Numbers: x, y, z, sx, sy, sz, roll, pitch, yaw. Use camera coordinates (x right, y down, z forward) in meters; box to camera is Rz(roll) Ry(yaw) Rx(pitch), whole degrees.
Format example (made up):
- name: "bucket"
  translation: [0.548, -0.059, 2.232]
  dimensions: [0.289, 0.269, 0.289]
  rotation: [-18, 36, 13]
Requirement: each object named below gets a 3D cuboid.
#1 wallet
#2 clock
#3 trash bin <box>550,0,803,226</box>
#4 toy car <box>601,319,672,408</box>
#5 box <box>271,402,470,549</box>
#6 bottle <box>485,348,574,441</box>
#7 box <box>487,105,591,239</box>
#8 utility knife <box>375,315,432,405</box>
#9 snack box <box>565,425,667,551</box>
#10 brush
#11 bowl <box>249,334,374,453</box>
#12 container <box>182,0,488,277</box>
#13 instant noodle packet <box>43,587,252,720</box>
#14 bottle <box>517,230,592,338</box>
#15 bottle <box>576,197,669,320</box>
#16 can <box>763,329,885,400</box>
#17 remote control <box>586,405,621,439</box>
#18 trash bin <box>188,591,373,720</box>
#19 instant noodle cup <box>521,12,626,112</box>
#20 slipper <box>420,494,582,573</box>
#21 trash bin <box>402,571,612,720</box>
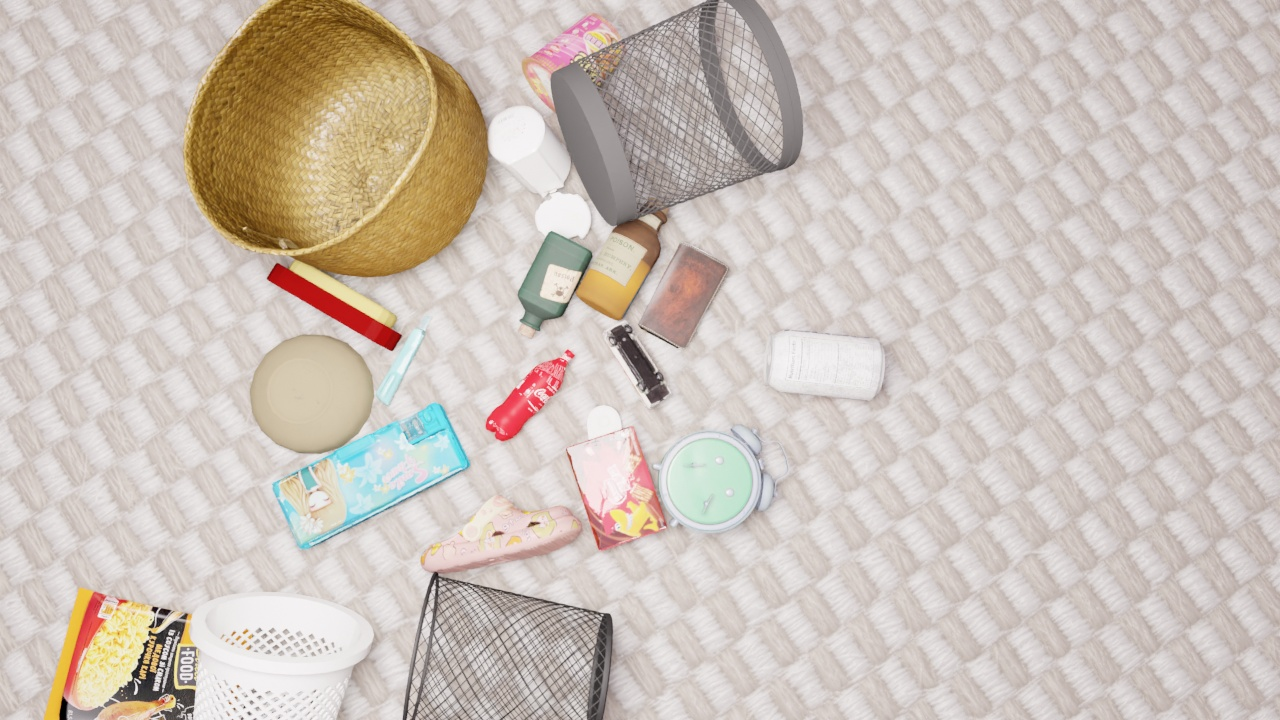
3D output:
- name: "wallet"
  translation: [0.054, -0.082, 1.167]
  dimensions: [0.072, 0.019, 0.123]
  rotation: [28, 84, 2]
- name: "clock"
  translation: [0.101, 0.140, 1.116]
  dimensions: [0.161, 0.075, 0.122]
  rotation: [-17, 84, -3]
- name: "trash bin"
  translation: [0.036, -0.288, 1.079]
  dimensions: [0.227, 0.218, 0.217]
  rotation: [-24, 85, -9]
- name: "toy car"
  translation: [-0.007, 0.007, 1.149]
  dimensions: [0.039, 0.039, 0.113]
  rotation: [-30, 83, -27]
- name: "box"
  translation: [-0.331, 0.141, 1.130]
  dimensions: [0.226, 0.041, 0.094]
  rotation: [-27, 85, -3]
- name: "bottle"
  translation: [-0.134, 0.041, 1.142]
  dimensions: [0.042, 0.042, 0.141]
  rotation: [43, 85, 4]
- name: "box"
  translation: [-0.123, -0.227, 1.142]
  dimensions: [0.083, 0.140, 0.141]
  rotation: [-27, 69, 10]
- name: "utility knife"
  translation: [-0.298, -0.003, 1.159]
  dimensions: [0.022, 0.015, 0.126]
  rotation: [27, 83, 1]
- name: "snack box"
  translation: [-0.030, 0.156, 1.126]
  dimensions: [0.089, 0.021, 0.133]
  rotation: [-19, 86, -3]
- name: "brush"
  translation: [-0.372, -0.073, 1.132]
  dimensions: [0.173, 0.082, 0.042]
  rotation: [30, 84, 3]
- name: "bowl"
  translation: [-0.412, 0.040, 1.135]
  dimensions: [0.152, 0.050, 0.152]
  rotation: [0, 84, 0]
- name: "container"
  translation: [-0.338, -0.244, 1.068]
  dimensions: [0.307, 0.196, 0.306]
  rotation: [-3, 81, 17]
- name: "instant noodle packet"
  translation: [-0.592, 0.376, 1.107]
  dimensions: [0.221, 0.032, 0.159]
  rotation: [12, 84, 1]
- name: "bottle"
  translation: [-0.115, -0.089, 1.144]
  dimensions: [0.061, 0.061, 0.131]
  rotation: [27, 91, 0]
- name: "bottle"
  translation: [-0.014, -0.132, 1.149]
  dimensions: [0.068, 0.068, 0.157]
  rotation: [30, 84, 3]
- name: "can"
  translation: [0.225, 0.005, 1.131]
  dimensions: [0.136, 0.078, 0.078]
  rotation: [6, 84, 0]
- name: "remote control"
  translation: [-0.040, 0.124, 1.148]
  dimensions: [0.043, 0.013, 0.136]
  rotation: [-8, 84, -1]
- name: "trash bin"
  translation: [-0.423, 0.395, 1.041]
  dimensions: [0.195, 0.195, 0.199]
  rotation: [13, 93, 1]
- name: "instant noodle cup"
  translation: [-0.080, -0.379, 1.167]
  dimensions: [0.097, 0.098, 0.108]
  rotation: [41, 77, 4]
- name: "slipper"
  translation: [-0.172, 0.202, 1.105]
  dimensions: [0.197, 0.093, 0.081]
  rotation: [-14, 73, -1]
- name: "trash bin"
  translation: [-0.147, 0.350, 1.048]
  dimensions: [0.210, 0.184, 0.184]
  rotation: [9, 84, -5]
